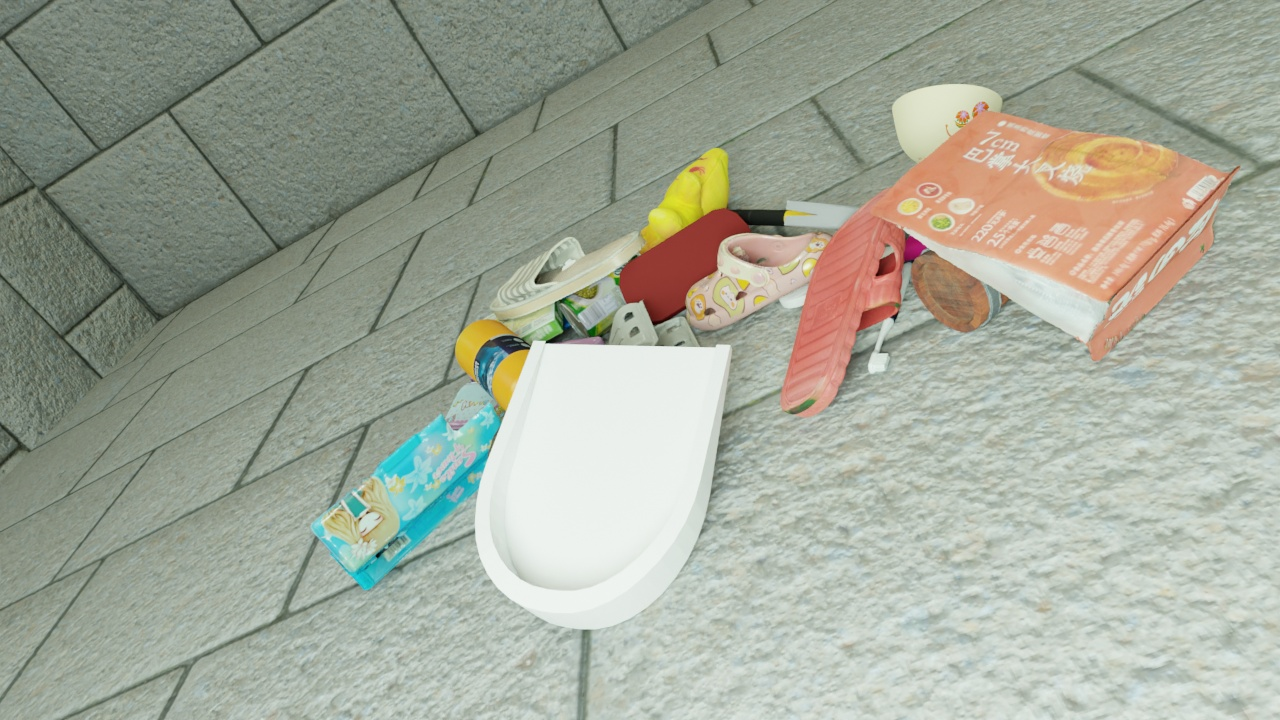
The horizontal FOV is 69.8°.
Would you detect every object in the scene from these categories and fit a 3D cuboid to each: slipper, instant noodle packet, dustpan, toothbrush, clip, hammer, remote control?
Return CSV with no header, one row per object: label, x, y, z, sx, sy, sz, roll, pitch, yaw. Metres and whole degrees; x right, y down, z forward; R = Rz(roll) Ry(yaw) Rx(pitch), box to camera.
slipper,0.198,-0.049,0.854,0.104,0.059,0.248,-29,34,63
instant noodle packet,0.319,-0.124,0.737,0.164,0.084,0.221,-41,54,-15
dustpan,-0.039,0.089,0.769,0.192,0.053,0.257,2,62,19
toothbrush,0.244,-0.049,0.874,0.017,0.012,0.186,1,40,29
slipper,-0.105,-0.117,1.200,0.273,0.054,0.114,-14,31,43
clip,-0.014,-0.012,1.025,0.151,0.105,0.126,-21,24,1
hammer,0.175,-0.170,1.093,0.127,0.029,0.324,3,8,-23
remote control,0.211,-0.088,0.977,0.137,0.013,0.043,-20,28,25
slipper,0.121,-0.104,1.009,0.198,0.081,0.093,-24,21,38

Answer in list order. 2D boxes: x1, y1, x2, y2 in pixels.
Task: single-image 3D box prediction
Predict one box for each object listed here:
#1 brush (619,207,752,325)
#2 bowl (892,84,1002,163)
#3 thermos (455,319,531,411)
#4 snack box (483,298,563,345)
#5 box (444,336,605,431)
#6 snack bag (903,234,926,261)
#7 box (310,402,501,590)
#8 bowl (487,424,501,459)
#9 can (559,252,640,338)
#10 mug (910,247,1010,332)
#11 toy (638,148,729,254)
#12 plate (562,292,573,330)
brush,0.058,-0.112,1.121,0.173,0.082,0.042,-32,-9,2
bowl,0.343,-0.251,1.033,0.118,0.117,0.074,-3,80,46
thermos,-0.136,0.027,1.054,0.076,0.091,0.233,-27,31,-21
snack box,-0.166,-0.046,1.242,0.132,0.027,0.168,-29,22,7
box,-0.150,0.031,1.153,0.215,0.041,0.151,-7,40,43
snack bag,0.325,-0.156,0.954,0.070,0.016,0.195,-9,29,39
box,-0.236,0.143,0.999,0.226,0.086,0.169,-43,-8,-21
bowl,-0.060,0.089,0.882,0.162,0.070,0.162,-19,38,15
can,-0.038,-0.083,1.184,0.120,0.067,0.067,-38,26,-10
mug,0.301,-0.086,0.814,0.111,0.081,0.117,-35,2,-13
toy,0.065,-0.203,1.255,0.135,0.087,0.193,-50,5,47
plate,-0.111,-0.083,1.316,0.225,0.024,0.224,-26,26,14
